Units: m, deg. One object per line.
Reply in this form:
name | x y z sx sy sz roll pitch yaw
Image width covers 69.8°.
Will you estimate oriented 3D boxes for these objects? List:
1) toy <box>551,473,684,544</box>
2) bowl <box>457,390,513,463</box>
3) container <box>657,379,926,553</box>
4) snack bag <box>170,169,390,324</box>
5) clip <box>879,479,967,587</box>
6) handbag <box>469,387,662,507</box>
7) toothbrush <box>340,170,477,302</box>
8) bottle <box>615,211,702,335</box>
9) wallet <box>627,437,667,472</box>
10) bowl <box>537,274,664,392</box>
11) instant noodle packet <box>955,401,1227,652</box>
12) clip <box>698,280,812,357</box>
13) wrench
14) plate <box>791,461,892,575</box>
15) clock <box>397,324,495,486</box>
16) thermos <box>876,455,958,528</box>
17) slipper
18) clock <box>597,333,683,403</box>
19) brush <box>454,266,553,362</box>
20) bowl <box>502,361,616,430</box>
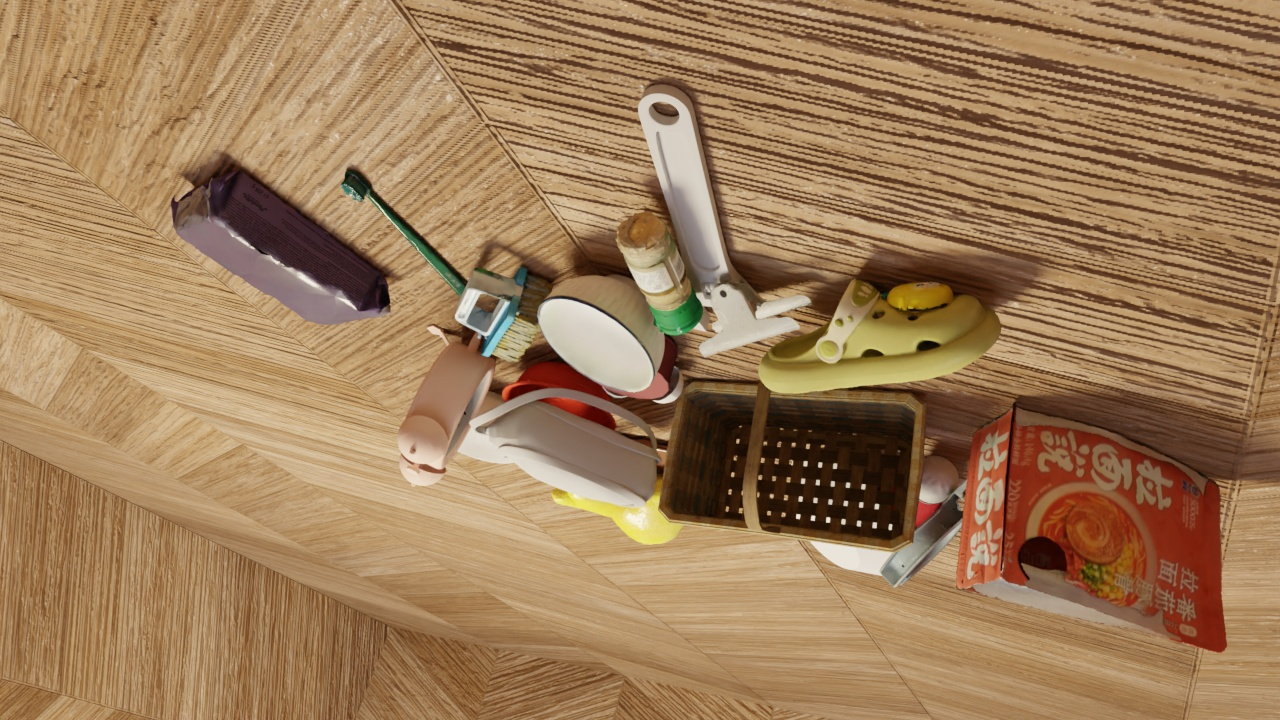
toy | -0.014 0.182 1.182 0.207 0.092 0.134 22 159 -31
bowl | -0.194 0.077 1.133 0.113 0.063 0.114 13 153 7
container | 0.140 0.095 0.879 0.250 0.157 0.186 3 161 26
snack bag | -0.344 -0.098 0.890 0.097 0.058 0.205 -9 143 40
clip | 0.313 0.165 0.931 0.028 0.163 0.106 48 -160 26
handbag | -0.090 0.098 1.025 0.215 0.095 0.223 25 165 -13
toothbrush | -0.208 -0.105 0.840 0.016 0.017 0.190 0 149 30
bottle | 0.015 -0.066 0.717 0.043 0.043 0.111 4 148 24
wallet | 0.014 0.121 1.152 0.121 0.013 0.087 11 155 16
bowl | -0.025 -0.034 0.807 0.118 0.062 0.118 26 150 16
instant noodle packet | 0.407 0.151 0.811 0.221 0.164 0.084 18 152 -1
clip | 0.085 -0.039 0.748 0.102 0.054 0.057 -18 172 43
wrench | 0.033 -0.104 0.703 0.087 0.018 0.273 7 151 20
plate | 0.221 0.187 1.031 0.174 0.036 0.174 43 157 23
clock | -0.215 0.045 0.974 0.086 0.160 0.131 19 154 -4
thermos | 0.290 0.166 1.013 0.073 0.073 0.240 15 152 4
slipper | 0.177 -0.027 0.715 0.191 0.091 0.081 -12 103 30
clock | -0.005 0.005 0.905 0.087 0.044 0.124 6 152 20
brush | -0.139 -0.041 0.881 0.075 0.055 0.136 19 154 -14
bowl | -0.084 0.039 1.014 0.130 0.045 0.131 14 154 7
